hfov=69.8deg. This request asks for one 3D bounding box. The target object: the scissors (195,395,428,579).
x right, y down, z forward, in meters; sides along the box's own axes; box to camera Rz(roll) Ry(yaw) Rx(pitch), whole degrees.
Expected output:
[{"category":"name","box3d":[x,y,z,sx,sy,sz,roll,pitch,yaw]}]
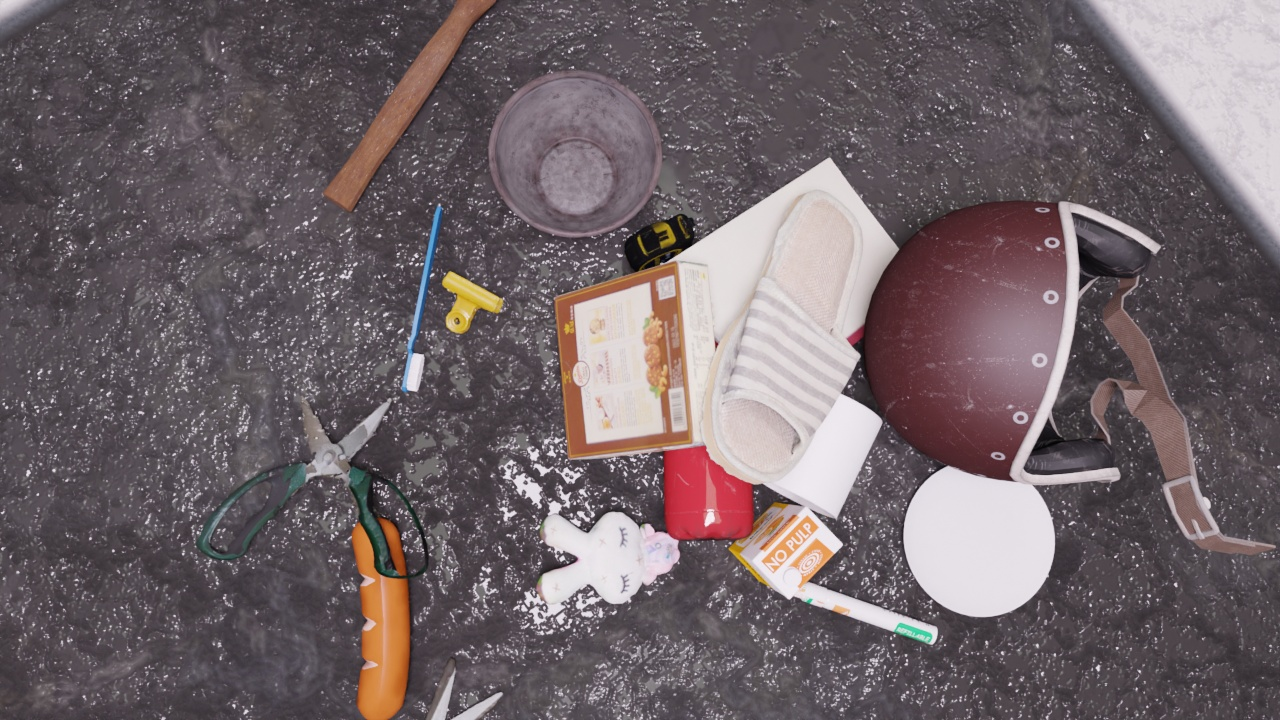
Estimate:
[{"category":"scissors","box3d":[-0.259,0.126,0.755,0.201,0.015,0.205,-45,66,-3]}]

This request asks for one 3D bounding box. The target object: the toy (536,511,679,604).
[{"category":"toy","box3d":[-0.028,0.166,0.777,0.122,0.038,0.079,-4,76,-6]}]

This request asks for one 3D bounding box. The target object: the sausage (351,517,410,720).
[{"category":"sausage","box3d":[-0.214,0.213,0.760,0.044,0.039,0.164,-3,83,-7]}]

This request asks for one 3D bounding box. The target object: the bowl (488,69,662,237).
[{"category":"bowl","box3d":[-0.056,-0.170,0.800,0.145,0.067,0.145,0,83,-3]}]

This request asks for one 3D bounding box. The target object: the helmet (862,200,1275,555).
[{"category":"helmet","box3d":[0.305,-0.003,0.716,0.253,0.234,0.233,11,89,-6]}]

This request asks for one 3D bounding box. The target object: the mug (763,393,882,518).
[{"category":"mug","box3d":[0.137,0.070,0.786,0.110,0.074,0.090,24,82,26]}]

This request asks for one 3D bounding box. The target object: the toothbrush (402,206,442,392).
[{"category":"toothbrush","box3d":[-0.188,-0.054,0.805,0.014,0.016,0.166,10,82,-2]}]

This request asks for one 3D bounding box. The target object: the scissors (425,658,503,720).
[{"category":"scissors","box3d":[-0.200,0.349,0.757,0.179,0.015,0.198,-3,83,-4]}]

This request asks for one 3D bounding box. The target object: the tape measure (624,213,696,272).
[{"category":"tape measure","box3d":[0.016,-0.102,0.798,0.061,0.062,0.034,-23,81,-5]}]

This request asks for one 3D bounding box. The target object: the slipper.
[{"category":"slipper","box3d":[0.126,-0.028,0.732,0.114,0.054,0.271,40,58,-24]}]

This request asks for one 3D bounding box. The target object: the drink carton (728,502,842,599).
[{"category":"drink carton","box3d":[0.115,0.151,0.743,0.058,0.122,0.040,-43,87,-7]}]

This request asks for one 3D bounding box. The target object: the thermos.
[{"category":"thermos","box3d":[0.055,0.031,0.780,0.073,0.073,0.239,0,77,-3]}]

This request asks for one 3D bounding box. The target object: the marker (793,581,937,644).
[{"category":"marker","box3d":[0.185,0.214,0.793,0.145,0.017,0.017,19,82,-1]}]

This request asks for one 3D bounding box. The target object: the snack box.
[{"category":"snack box","box3d":[-0.004,0.004,0.751,0.041,0.147,0.143,2,80,-46]}]

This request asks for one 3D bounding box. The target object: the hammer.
[{"category":"hammer","box3d":[-0.185,-0.275,0.825,0.115,0.033,0.322,31,83,-1]}]

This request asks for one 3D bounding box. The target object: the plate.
[{"category":"plate","box3d":[0.296,0.156,0.808,0.134,0.011,0.134,0,83,-3]}]

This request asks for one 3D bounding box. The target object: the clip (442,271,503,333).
[{"category":"clip","box3d":[-0.152,-0.049,0.806,0.054,0.048,0.046,28,41,-1]}]

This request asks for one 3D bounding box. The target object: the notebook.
[{"category":"notebook","box3d":[0.139,-0.072,0.796,0.208,0.012,0.153,-35,86,-24]}]
